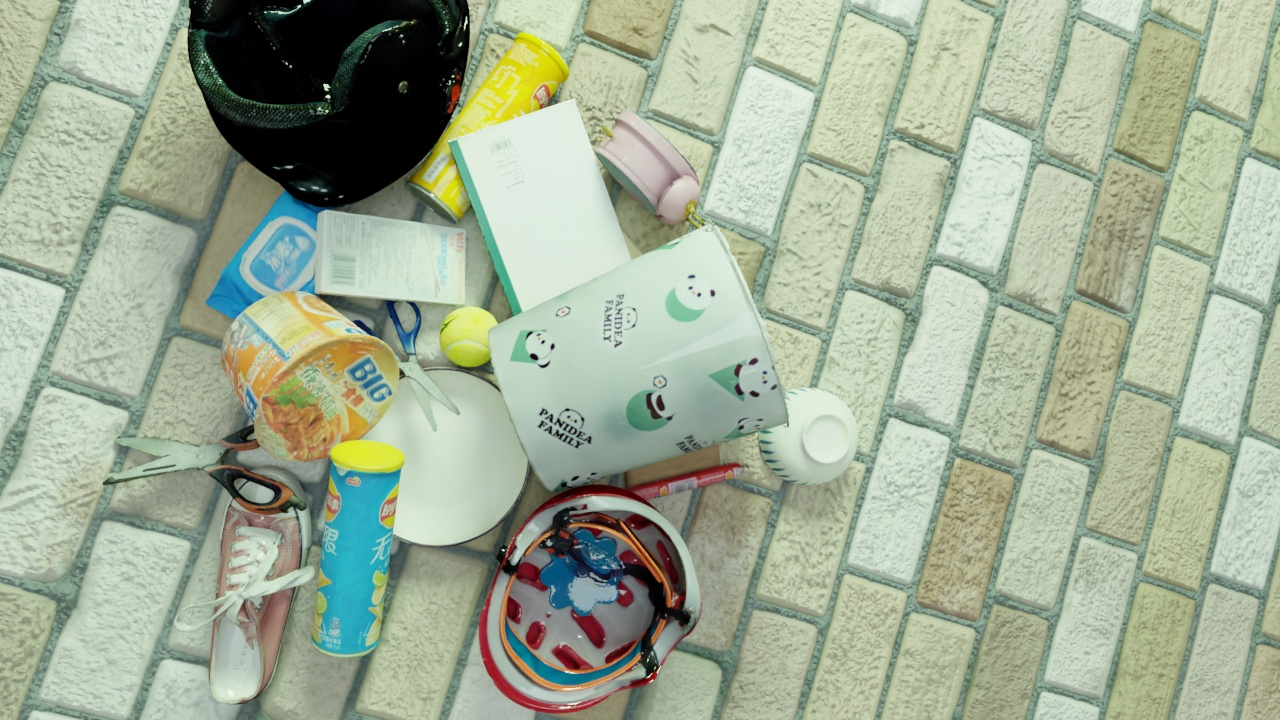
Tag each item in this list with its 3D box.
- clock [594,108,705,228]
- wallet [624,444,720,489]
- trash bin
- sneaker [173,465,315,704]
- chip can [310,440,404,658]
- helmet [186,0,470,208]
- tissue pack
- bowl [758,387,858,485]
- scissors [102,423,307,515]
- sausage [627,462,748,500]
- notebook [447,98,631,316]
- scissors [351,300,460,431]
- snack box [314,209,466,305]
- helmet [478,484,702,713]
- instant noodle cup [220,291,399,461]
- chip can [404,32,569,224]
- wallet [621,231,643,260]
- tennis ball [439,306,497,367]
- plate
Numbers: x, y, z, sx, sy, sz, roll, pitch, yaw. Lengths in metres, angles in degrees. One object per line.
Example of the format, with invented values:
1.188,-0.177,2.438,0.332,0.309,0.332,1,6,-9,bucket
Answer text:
0.018,-0.203,1.019,0.158,0.117,0.060,43,90,-5,clock
0.034,0.093,1.057,0.115,0.020,0.101,-5,89,-14,wallet
-0.006,0.005,0.941,0.252,0.229,0.229,-21,92,1,trash bin
-0.390,0.226,0.922,0.118,0.088,0.241,9,81,-12,sneaker
-0.286,0.190,0.925,0.071,0.071,0.210,8,104,-12,chip can
-0.292,-0.286,0.900,0.233,0.231,0.273,35,58,14,helmet
-0.372,-0.099,0.960,0.095,0.052,0.157,35,81,-8,tissue pack
0.203,0.089,1.069,0.116,0.066,0.116,0,88,-12,bowl
-0.422,0.101,0.936,0.224,0.015,0.188,33,55,19,scissors
0.052,0.138,1.041,0.155,0.020,0.020,-11,90,-17,sausage
-0.102,-0.160,0.994,0.150,0.012,0.209,-24,104,-17,notebook
-0.240,-0.004,0.970,0.170,0.012,0.143,19,67,13,scissors
-0.261,-0.106,0.968,0.156,0.027,0.084,3,87,-36,snack box
-0.057,0.239,0.972,0.207,0.144,0.240,42,96,-9,helmet
-0.334,0.009,0.910,0.151,0.151,0.111,-44,59,-11,instant noodle cup
-0.166,-0.253,1.001,0.072,0.072,0.213,36,81,-9,chip can
-0.053,-0.098,1.045,0.087,0.024,0.115,45,78,-2,wallet
-0.184,-0.025,0.991,0.065,0.065,0.065,1,87,-12,tennis ball
-0.216,0.104,0.992,0.192,0.039,0.192,0,88,-12,plate
